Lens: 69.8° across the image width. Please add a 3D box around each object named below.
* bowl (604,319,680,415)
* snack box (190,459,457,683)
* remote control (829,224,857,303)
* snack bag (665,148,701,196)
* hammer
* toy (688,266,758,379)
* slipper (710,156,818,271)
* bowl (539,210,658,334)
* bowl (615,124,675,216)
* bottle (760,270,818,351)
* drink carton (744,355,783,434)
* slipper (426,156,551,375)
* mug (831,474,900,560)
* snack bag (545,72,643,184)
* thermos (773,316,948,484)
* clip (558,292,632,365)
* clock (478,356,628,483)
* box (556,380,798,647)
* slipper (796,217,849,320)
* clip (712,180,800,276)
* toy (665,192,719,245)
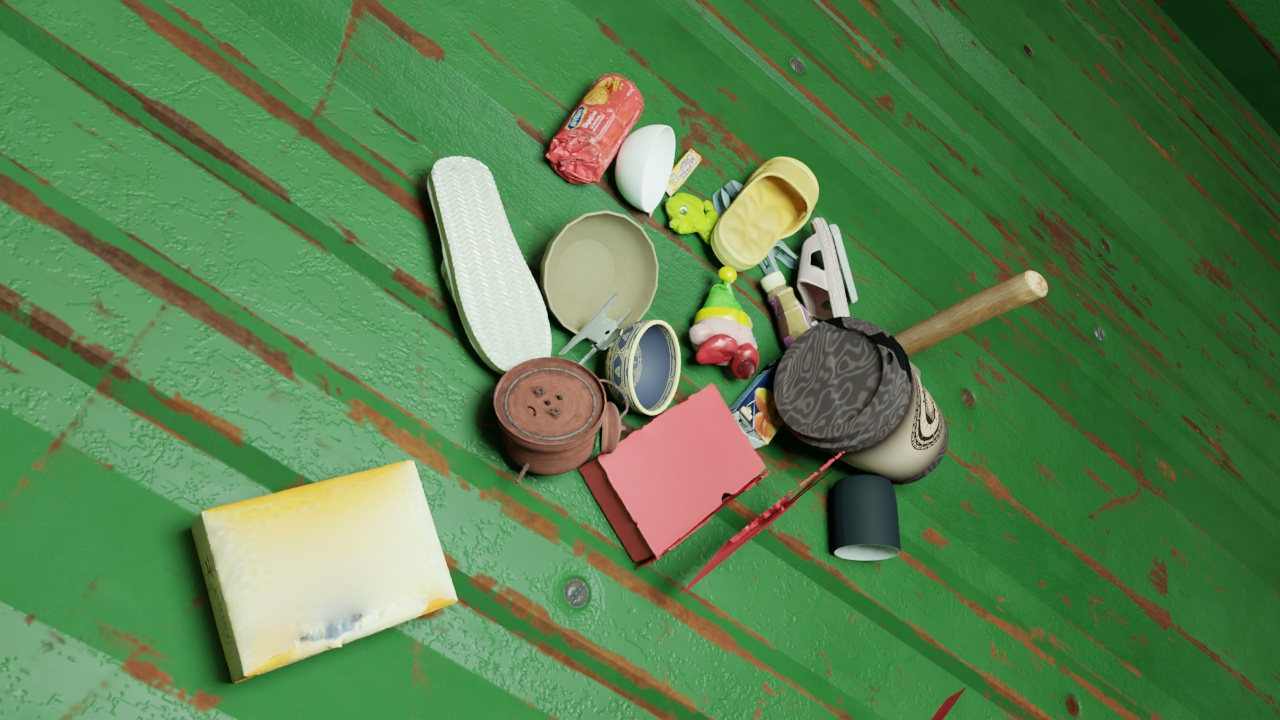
[{"bbox_3d":[-0.006,0.006,1.094,0.112,0.061,0.112,-12,104,-56],"label":"bowl"},{"bbox_3d":[-0.278,0.184,0.825,0.194,0.081,0.145,-12,76,-37],"label":"snack box"},{"bbox_3d":[0.302,-0.143,1.361,0.033,0.012,0.131,-95,163,-49],"label":"remote control"},{"bbox_3d":[0.059,-0.268,1.296,0.026,0.020,0.099,45,52,-11],"label":"snack bag"},{"bbox_3d":[0.424,-0.045,1.262,0.158,0.302,0.037,27,57,-22],"label":"hammer"},{"bbox_3d":[0.117,-0.047,1.198,0.124,0.097,0.131,17,37,-31],"label":"toy"},{"bbox_3d":[0.189,-0.222,1.292,0.099,0.079,0.262,45,52,-5],"label":"slipper"},{"bbox_3d":[-0.056,-0.104,1.102,0.152,0.050,0.152,-7,104,-29],"label":"bowl"},{"bbox_3d":[0.001,-0.257,1.208,0.050,0.115,0.114,18,52,15],"label":"bowl"},{"bbox_3d":[0.218,-0.046,1.279,0.059,0.060,0.166,-22,83,-39],"label":"bottle"},{"bbox_3d":[0.168,0.056,1.212,0.064,0.040,0.129,50,51,-6],"label":"drink carton"},{"bbox_3d":[-0.176,-0.105,1.044,0.114,0.052,0.263,-14,82,-40],"label":"slipper"},{"bbox_3d":[0.303,0.212,1.215,0.121,0.085,0.094,39,47,-50],"label":"mug"},{"bbox_3d":[-0.054,-0.302,1.197,0.082,0.083,0.176,38,54,-15],"label":"snack bag"},{"bbox_3d":[0.298,0.065,1.191,0.226,0.173,0.172,35,51,-44],"label":"thermos"},{"bbox_3d":[-0.042,-0.029,1.070,0.056,0.056,0.102,35,77,28],"label":"clip"},{"bbox_3d":[-0.084,0.058,0.989,0.157,0.072,0.120,-23,56,-25],"label":"clock"},{"bbox_3d":[0.008,0.193,1.163,0.216,0.353,0.198,-30,83,-38],"label":"box"},{"bbox_3d":[0.260,-0.097,1.313,0.094,0.064,0.238,59,21,-52],"label":"slipper"},{"bbox_3d":[0.156,-0.177,1.318,0.163,0.028,0.112,50,52,-3],"label":"clip"},{"bbox_3d":[0.075,-0.197,1.266,0.093,0.036,0.094,43,46,-15],"label":"toy"}]
